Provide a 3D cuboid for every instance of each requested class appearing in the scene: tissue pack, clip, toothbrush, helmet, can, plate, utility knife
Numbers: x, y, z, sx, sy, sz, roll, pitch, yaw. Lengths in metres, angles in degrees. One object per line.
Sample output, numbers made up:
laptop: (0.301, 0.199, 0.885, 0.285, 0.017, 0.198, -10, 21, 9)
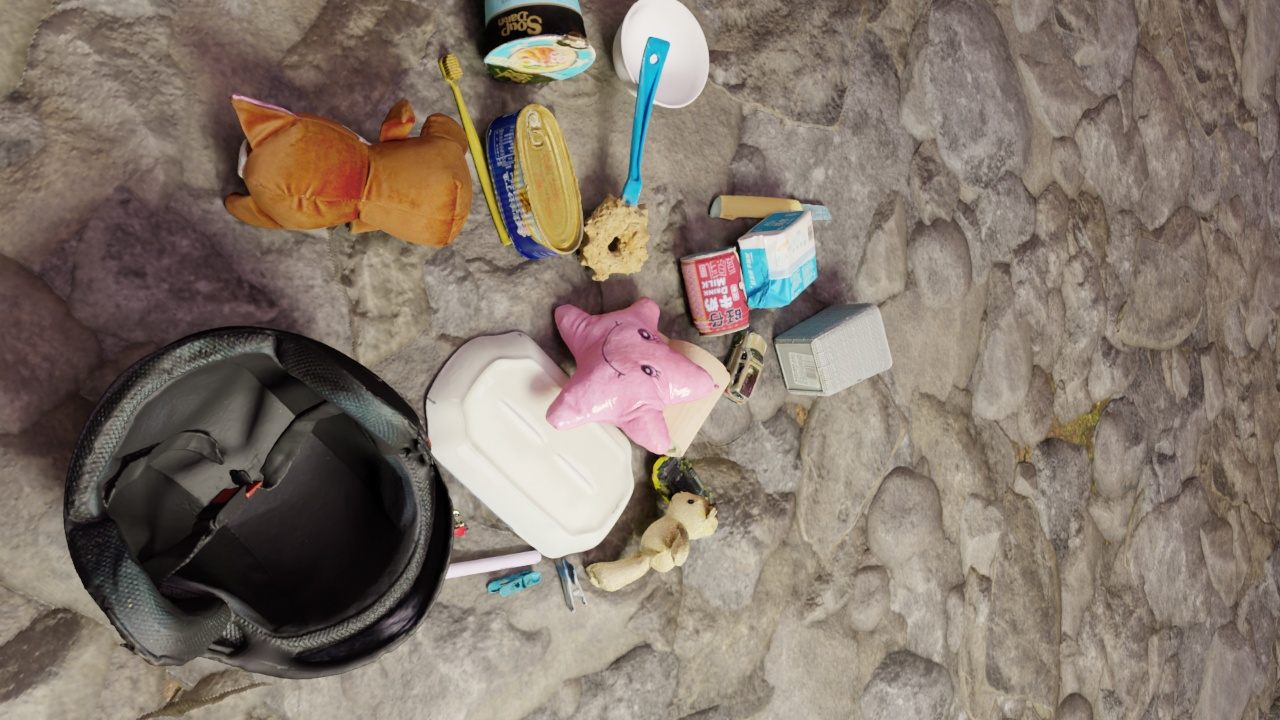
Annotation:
tissue pack: (0.163, -0.122, 1.093, 0.139, 0.063, 0.090, -40, 126, -54)
clip: (-0.072, 0.237, 0.965, 0.033, 0.025, 0.057, -24, 109, -29)
clip: (-0.126, 0.224, 0.927, 0.056, 0.040, 0.014, -10, 97, -43)
toothbrush: (-0.158, -0.206, 0.904, 0.015, 0.017, 0.190, -26, 105, -33)
helmet: (-0.275, 0.100, 0.687, 0.233, 0.230, 0.275, -43, 114, -13)
can: (-0.105, -0.176, 0.914, 0.074, 0.049, 0.148, -26, 106, -50)
can: (0.087, -0.079, 1.054, 0.066, 0.067, 0.094, -19, 102, -35)
plate: (-0.099, 0.089, 0.937, 0.266, 0.034, 0.161, 49, 63, -26)
utility knife: (0.167, -0.188, 1.144, 0.206, 0.021, 0.031, -3, 97, -30)
toothbrush: (-0.178, 0.206, 0.889, 0.188, 0.029, 0.021, -3, 54, -37)

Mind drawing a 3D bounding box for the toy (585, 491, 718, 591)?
toy: (0.014, 0.198, 0.990, 0.157, 0.105, 0.066, -31, 88, -14)

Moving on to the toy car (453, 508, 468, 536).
toy car: (-0.205, 0.133, 0.850, 0.106, 0.049, 0.031, 45, 66, -28)

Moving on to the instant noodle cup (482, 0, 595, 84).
instant noodle cup: (-0.105, -0.348, 0.895, 0.111, 0.111, 0.120, -5, 86, -36)

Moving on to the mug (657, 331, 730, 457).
mug: (0.022, 0.031, 1.007, 0.124, 0.084, 0.103, 35, 70, -5)

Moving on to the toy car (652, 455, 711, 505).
toy car: (0.045, 0.148, 1.047, 0.048, 0.032, 0.105, -51, 129, -22)

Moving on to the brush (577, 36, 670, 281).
brush: (-0.009, -0.206, 0.959, 0.083, 0.046, 0.255, 7, 103, -26)

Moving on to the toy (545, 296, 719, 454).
toy: (-0.006, 0.006, 0.944, 0.178, 0.075, 0.194, 11, 52, -10)

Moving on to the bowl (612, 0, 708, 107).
bowl: (0.010, -0.328, 0.999, 0.118, 0.065, 0.118, 1, 89, -36)

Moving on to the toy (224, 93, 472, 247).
toy: (-0.245, -0.162, 0.780, 0.199, 0.130, 0.140, -2, 130, -26)

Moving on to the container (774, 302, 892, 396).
container: (0.239, -0.011, 1.157, 0.114, 0.090, 0.090, -24, 103, -31)

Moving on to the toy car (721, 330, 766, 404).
toy car: (0.127, 0.007, 1.105, 0.042, 0.035, 0.090, 33, 69, -33)
